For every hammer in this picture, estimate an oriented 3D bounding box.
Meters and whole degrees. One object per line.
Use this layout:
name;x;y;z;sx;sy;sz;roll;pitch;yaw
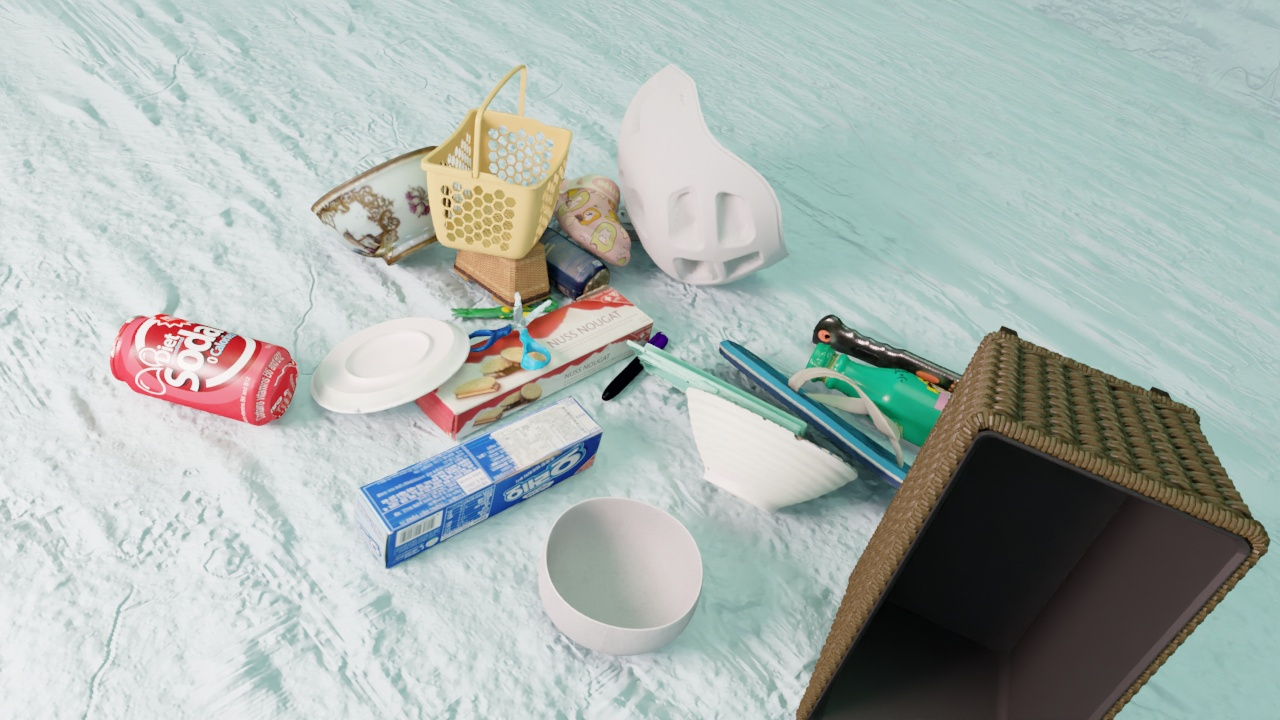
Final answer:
hammer;0.344;0.024;1.022;0.333;0.133;0.033;26;41;26

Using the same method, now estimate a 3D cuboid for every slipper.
slipper;-0.057;-0.188;1.131;0.093;0.081;0.197;32;13;-39
slipper;0.204;0.049;0.943;0.295;0.060;0.118;39;6;30

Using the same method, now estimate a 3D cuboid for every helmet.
helmet;0.067;-0.227;1.120;0.184;0.224;0.282;-12;70;4

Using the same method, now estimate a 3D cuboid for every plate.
plate;-0.242;-0.001;0.883;0.157;0.014;0.156;-8;34;5

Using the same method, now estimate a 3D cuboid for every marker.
marker;-0.006;0.006;0.992;0.015;0.018;0.133;-1;29;34

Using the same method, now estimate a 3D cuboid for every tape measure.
tape measure;-0.025;-0.180;1.201;0.060;0.020;0.062;-4;43;-21

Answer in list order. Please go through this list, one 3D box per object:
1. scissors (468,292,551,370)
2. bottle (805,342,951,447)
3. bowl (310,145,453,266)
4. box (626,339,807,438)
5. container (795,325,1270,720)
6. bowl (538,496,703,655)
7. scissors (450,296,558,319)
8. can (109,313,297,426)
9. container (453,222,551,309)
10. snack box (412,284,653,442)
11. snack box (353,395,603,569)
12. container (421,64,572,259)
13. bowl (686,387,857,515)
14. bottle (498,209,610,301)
scissors;-0.135;-0.037;0.936;0.104;0.015;0.133;4;41;-11
bottle;0.280;0.045;0.998;0.210;0.068;0.067;27;41;14
bowl;-0.273;-0.163;1.028;0.159;0.160;0.094;-35;102;-43
box;0.078;0.033;0.915;0.187;0.136;0.033;27;80;13
container;0.272;0.147;0.694;0.176;0.322;0.204;24;34;10
bowl;-0.019;0.181;0.747;0.132;0.065;0.131;9;40;-8
scissors;-0.147;-0.048;1.016;0.130;0.014;0.070;-6;43;-25
can;-0.388;0.008;0.823;0.142;0.075;0.074;15;40;0
container;-0.156;-0.114;1.040;0.114;0.061;0.063;34;41;32
snack box;-0.105;-0.005;0.953;0.272;0.044;0.076;-26;55;-39
snack box;-0.137;0.102;0.807;0.225;0.059;0.059;-24;56;-36
container;-0.147;-0.221;0.992;0.129;0.167;0.183;11;33;3
bowl;0.106;0.096;0.857;0.177;0.177;0.071;27;84;13
bottle;-0.109;-0.125;1.081;0.161;0.056;0.056;34;43;22
